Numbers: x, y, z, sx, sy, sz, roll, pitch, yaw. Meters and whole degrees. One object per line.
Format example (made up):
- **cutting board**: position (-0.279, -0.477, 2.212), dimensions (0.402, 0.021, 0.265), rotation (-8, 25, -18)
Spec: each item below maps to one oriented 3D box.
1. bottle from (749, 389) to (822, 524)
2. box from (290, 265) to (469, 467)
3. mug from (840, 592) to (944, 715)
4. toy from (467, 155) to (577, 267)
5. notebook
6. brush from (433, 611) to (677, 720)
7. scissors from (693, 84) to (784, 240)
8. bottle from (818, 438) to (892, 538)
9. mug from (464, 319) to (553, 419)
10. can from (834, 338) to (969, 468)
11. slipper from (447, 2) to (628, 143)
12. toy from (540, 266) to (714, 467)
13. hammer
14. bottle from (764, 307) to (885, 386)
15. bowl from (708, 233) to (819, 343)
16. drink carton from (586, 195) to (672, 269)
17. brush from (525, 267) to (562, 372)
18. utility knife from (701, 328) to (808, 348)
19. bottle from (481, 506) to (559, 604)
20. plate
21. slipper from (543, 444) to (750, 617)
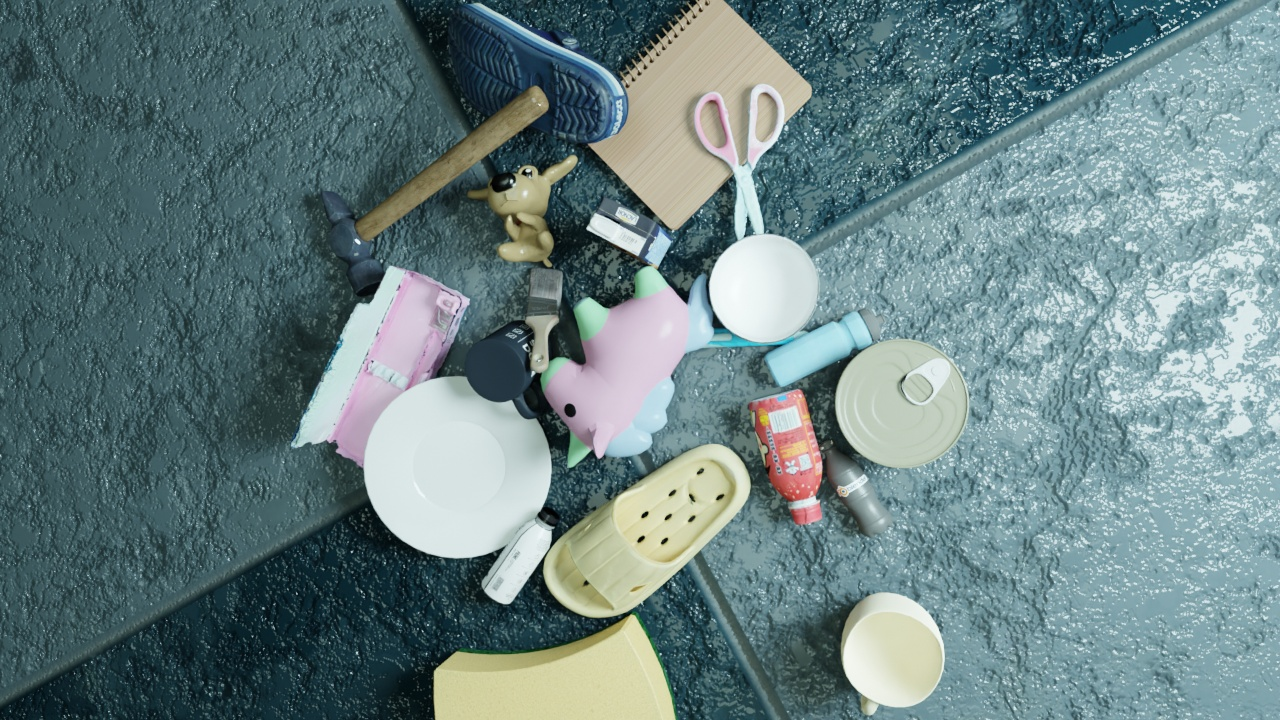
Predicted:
- **bottle**: position (0.159, 0.103, 0.965), dimensions (0.062, 0.062, 0.137), rotation (-14, 87, 10)
- **box**: position (-0.288, 0.014, 1.023), dimensions (0.086, 0.105, 0.230), rotation (27, 95, 10)
- **mug**: position (0.249, 0.297, 0.930), dimensions (0.096, 0.099, 0.120), rotation (21, 96, 11)
- **toy**: position (-0.127, -0.161, 1.002), dimensions (0.134, 0.105, 0.108), rotation (-16, 77, 14)
- **notebook**: position (0.053, -0.275, 1.001), dimensions (0.210, 0.022, 0.169), rotation (-44, 84, 8)
- **brush**: position (-0.090, 0.401, 1.005), dimensions (0.250, 0.075, 0.195), rotation (-15, 88, 10)
- **scissors**: position (0.124, -0.207, 0.974), dimensions (0.105, 0.016, 0.179), rotation (-16, 89, 9)
- **bottle**: position (0.223, 0.133, 0.965), dimensions (0.036, 0.036, 0.110), rotation (-32, 85, 9)
- **mug**: position (-0.135, 0.015, 1.004), dimensions (0.071, 0.077, 0.105), rotation (-23, 99, 24)
- **can**: position (0.263, 0.043, 0.939), dimensions (0.128, 0.073, 0.128), rotation (0, 90, 10)
- **slipper**: position (-0.107, -0.308, 0.998), dimensions (0.253, 0.095, 0.105), rotation (34, 135, 26)
- **toy**: position (-0.006, 0.005, 0.975), dimensions (0.222, 0.120, 0.171), rotation (-27, 81, 5)
- **hammer**: position (-0.227, -0.201, 1.004), dimensions (0.323, 0.040, 0.129), rotation (-29, 83, 26)
- **bottle**: position (0.197, -0.016, 0.968), dimensions (0.130, 0.040, 0.040), rotation (-26, 86, 9)
- **bowl**: position (0.131, -0.073, 0.967), dimensions (0.113, 0.063, 0.113), rotation (0, 89, 10)
- **drink carton**: position (-0.008, -0.131, 0.959), dimensions (0.064, 0.130, 0.040), rotation (28, 94, 8)
- **brush**: position (-0.106, -0.047, 0.994), dimensions (0.039, 0.012, 0.151), rotation (-3, 50, 4)
- **utility knife**: position (0.123, -0.024, 0.995), dimensions (0.124, 0.015, 0.022), rotation (1, 92, 8)
- **bottle**: position (-0.131, 0.216, 1.029), dimensions (0.041, 0.041, 0.116), rotation (36, 96, 8)
- **plate**: position (-0.206, 0.121, 1.039), dimensions (0.208, 0.015, 0.208), rotation (0, 97, -4)
- **slipper**: position (0.006, 0.191, 0.987), dimensions (0.262, 0.079, 0.111), rotation (-39, 87, 8)
